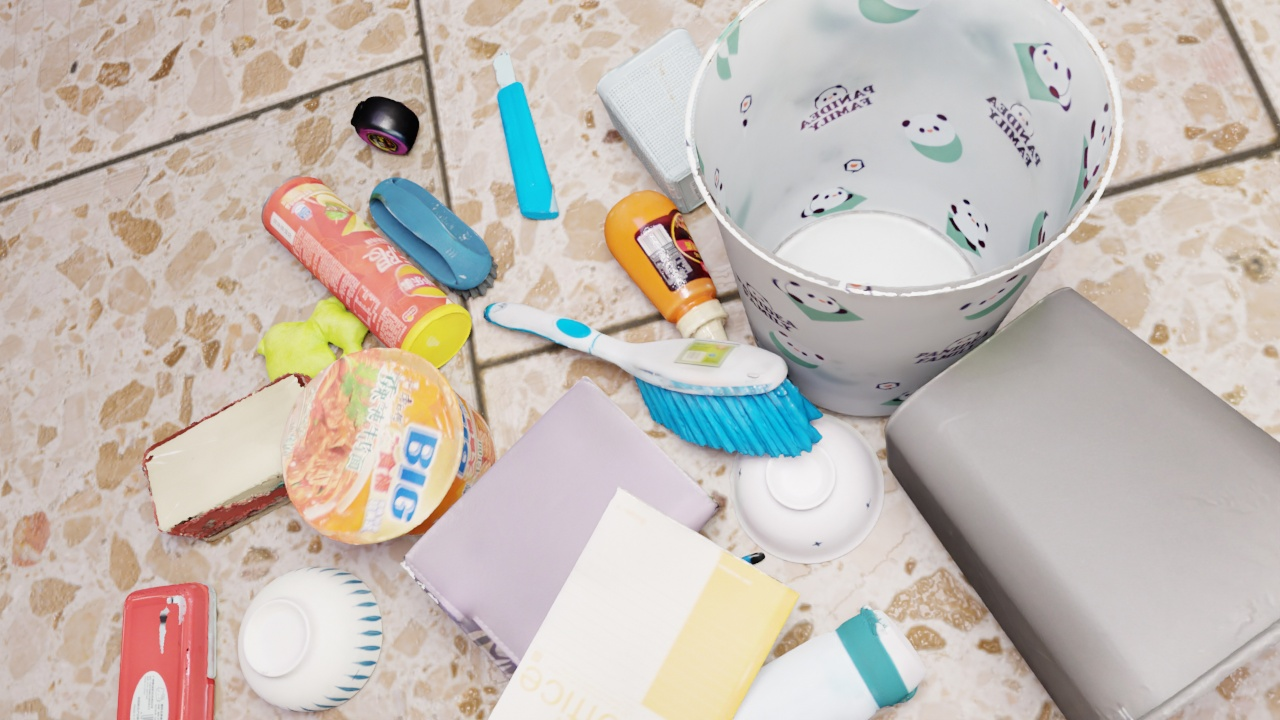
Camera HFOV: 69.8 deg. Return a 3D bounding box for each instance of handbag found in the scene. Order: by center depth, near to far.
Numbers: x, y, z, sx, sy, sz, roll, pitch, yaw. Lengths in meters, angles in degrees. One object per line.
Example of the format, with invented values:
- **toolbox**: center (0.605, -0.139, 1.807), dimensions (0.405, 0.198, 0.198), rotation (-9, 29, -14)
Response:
- **handbag**: center (-0.055, 0.132, 0.694), dimensions (0.197, 0.098, 0.145), rotation (-45, 68, -5)

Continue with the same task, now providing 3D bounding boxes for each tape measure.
- **tape measure**: center (-0.237, -0.222, 0.860), dimensions (0.058, 0.057, 0.039), rotation (11, 77, 25)

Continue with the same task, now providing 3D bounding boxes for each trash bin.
- **trash bin**: center (0.288, 0.093, 0.582), dimensions (0.198, 0.199, 0.219), rotation (-36, 63, 1)
- **trash bin**: center (0.158, -0.088, 0.611), dimensions (0.230, 0.252, 0.229), rotation (-4, 66, 9)

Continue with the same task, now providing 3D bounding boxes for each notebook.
- **notebook**: center (-0.004, 0.212, 0.623), dimensions (0.146, 0.010, 0.206), rotation (29, 86, 8)

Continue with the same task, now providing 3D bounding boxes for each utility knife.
- **utility knife**: center (-0.111, -0.211, 0.847), dimensions (0.034, 0.018, 0.185), rotation (-14, 71, -2)

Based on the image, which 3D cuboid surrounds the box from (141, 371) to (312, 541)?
- **box**: center (-0.340, 0.085, 0.791), dimensions (0.168, 0.077, 0.091), rotation (-27, 70, 6)

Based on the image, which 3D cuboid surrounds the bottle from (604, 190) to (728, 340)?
- **bottle**: center (0.028, -0.068, 0.749), dimensions (0.067, 0.067, 0.149), rotation (-32, 72, 3)

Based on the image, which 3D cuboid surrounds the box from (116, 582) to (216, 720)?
- **box**: center (-0.401, 0.291, 0.774), dimensions (0.087, 0.047, 0.201), rotation (-10, 73, 12)

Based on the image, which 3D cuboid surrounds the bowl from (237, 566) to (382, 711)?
- **bowl**: center (-0.276, 0.225, 0.743), dimensions (0.116, 0.066, 0.116), rotation (-4, 74, 12)

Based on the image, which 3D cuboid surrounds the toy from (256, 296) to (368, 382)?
- **toy**: center (-0.297, -0.012, 0.831), dimensions (0.097, 0.031, 0.100), rotation (32, 84, 17)

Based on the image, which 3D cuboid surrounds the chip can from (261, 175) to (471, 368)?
- **chip can**: center (-0.247, -0.079, 0.816), dimensions (0.216, 0.073, 0.073), rotation (40, 87, 20)

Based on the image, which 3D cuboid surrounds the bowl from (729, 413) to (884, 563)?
- **bowl**: center (0.122, 0.089, 0.683), dimensions (0.118, 0.065, 0.118), rotation (-3, 74, 12)

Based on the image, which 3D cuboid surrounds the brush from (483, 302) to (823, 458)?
- **brush**: center (-0.004, 0.004, 0.727), dimensions (0.315, 0.109, 0.060), rotation (7, 49, 45)

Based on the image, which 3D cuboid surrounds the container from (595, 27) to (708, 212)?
- **container**: center (0.034, -0.196, 0.772), dimensions (0.090, 0.090, 0.111), rotation (-32, 73, 4)

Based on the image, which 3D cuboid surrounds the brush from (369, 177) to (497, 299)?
- **brush**: center (-0.188, -0.115, 0.810), dimensions (0.144, 0.073, 0.055), rotation (41, 82, 20)

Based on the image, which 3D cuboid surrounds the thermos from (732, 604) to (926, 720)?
- **thermos**: center (0.092, 0.254, 0.646), dimensions (0.224, 0.073, 0.073), rotation (-31, 70, 4)

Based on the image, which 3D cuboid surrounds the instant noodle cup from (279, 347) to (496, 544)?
- **instant noodle cup**: center (-0.192, 0.076, 0.738), dimensions (0.151, 0.111, 0.151), rotation (-4, 74, 13)

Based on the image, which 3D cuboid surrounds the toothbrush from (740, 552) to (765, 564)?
- **toothbrush**: center (0.008, 0.184, 0.711), dimensions (0.189, 0.014, 0.016), rotation (-21, 33, 6)
